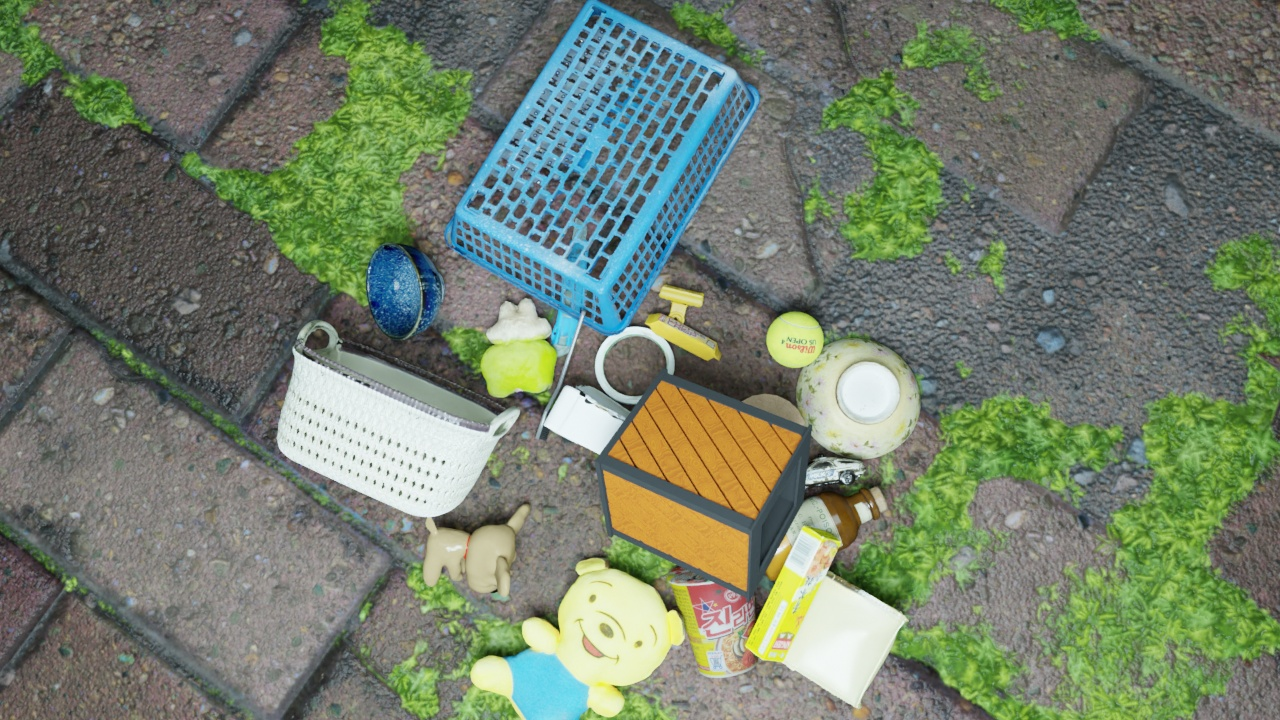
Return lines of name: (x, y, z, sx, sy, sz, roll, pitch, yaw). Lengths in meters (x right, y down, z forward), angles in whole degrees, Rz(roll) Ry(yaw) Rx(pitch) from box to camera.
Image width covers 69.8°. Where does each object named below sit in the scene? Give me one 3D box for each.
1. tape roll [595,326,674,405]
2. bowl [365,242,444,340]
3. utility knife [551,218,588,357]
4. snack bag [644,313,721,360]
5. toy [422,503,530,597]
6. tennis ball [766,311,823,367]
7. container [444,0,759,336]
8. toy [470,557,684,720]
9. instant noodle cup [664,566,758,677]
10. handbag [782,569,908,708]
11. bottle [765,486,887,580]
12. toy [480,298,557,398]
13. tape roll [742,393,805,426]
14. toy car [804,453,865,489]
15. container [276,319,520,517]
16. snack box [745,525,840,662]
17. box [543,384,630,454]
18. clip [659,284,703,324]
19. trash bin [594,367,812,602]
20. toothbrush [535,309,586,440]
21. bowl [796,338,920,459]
tape roll: (-0.006, 0.006, 1.095, 0.094, 0.018, 0.093, 0, 82, 2)
bowl: (-0.270, -0.085, 1.090, 0.114, 0.060, 0.114, 11, 107, 41)
utility knife: (-0.084, -0.088, 1.114, 0.031, 0.015, 0.174, 8, 81, 0)
snack bag: (0.053, -0.028, 1.088, 0.099, 0.026, 0.020, 28, 119, 0)
toy: (-0.189, 0.219, 1.040, 0.108, 0.133, 0.106, 5, 125, 3)
tennis ball: (0.180, -0.024, 1.067, 0.065, 0.065, 0.065, 0, 82, 2)
container: (-0.048, -0.243, 1.087, 0.257, 0.089, 0.362, 29, 82, 8)
toy: (-0.063, 0.323, 1.023, 0.214, 0.084, 0.149, -44, 83, -6)
instant noodle cup: (0.089, 0.285, 1.018, 0.100, 0.100, 0.112, -12, 89, 1)
handbag: (0.221, 0.302, 1.017, 0.111, 0.081, 0.119, 29, 86, 13)
bottle: (0.203, 0.187, 1.036, 0.157, 0.068, 0.068, -24, 82, -1)
toy: (-0.145, -0.016, 1.092, 0.092, 0.043, 0.117, -7, 78, 6)
tape roll: (0.145, 0.087, 1.072, 0.094, 0.027, 0.094, 0, 82, 2)
toy car: (0.200, 0.129, 1.053, 0.113, 0.048, 0.040, -10, 82, 1)
container: (-0.276, 0.068, 1.022, 0.251, 0.184, 0.143, 23, 92, 5)
snack box: (0.163, 0.250, 0.981, 0.029, 0.040, 0.148, 29, 95, 45)
box: (-0.042, 0.059, 1.047, 0.107, 0.102, 0.095, 24, 82, 6)
clip: (0.047, -0.067, 1.099, 0.054, 0.048, 0.046, 15, 58, 3)
trash bin: (0.068, 0.129, 0.966, 0.172, 0.140, 0.139, 21, 53, 22)
toothbrush: (-0.092, 0.018, 1.074, 0.013, 0.012, 0.167, 19, 104, -2)
bowl: (0.256, 0.040, 1.056, 0.145, 0.063, 0.145, 0, 82, 2)
